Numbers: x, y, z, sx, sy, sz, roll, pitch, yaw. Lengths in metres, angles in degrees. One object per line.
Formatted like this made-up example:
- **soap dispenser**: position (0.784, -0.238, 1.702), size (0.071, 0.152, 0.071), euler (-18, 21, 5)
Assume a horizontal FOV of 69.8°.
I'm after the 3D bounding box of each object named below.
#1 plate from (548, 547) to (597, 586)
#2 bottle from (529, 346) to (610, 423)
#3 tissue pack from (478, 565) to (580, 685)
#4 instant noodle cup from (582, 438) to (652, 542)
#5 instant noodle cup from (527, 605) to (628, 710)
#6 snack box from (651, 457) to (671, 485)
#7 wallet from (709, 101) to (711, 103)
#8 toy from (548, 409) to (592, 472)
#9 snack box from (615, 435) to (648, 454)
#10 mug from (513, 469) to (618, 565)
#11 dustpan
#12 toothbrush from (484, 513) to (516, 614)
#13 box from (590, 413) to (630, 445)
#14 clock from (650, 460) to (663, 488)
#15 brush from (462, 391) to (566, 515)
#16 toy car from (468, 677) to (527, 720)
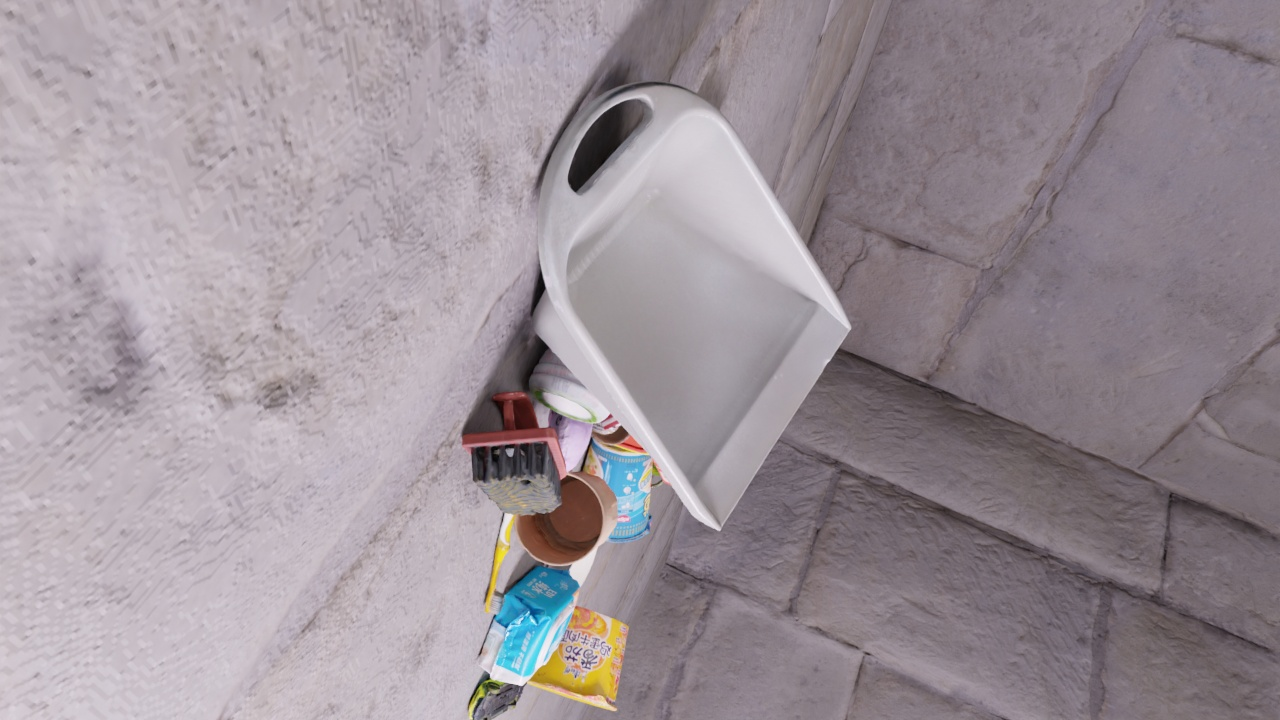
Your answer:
- **plate**: position (-0.080, 0.238, 1.132), size (0.164, 0.034, 0.163), euler (-68, 171, 23)
- **bottle**: position (-0.022, -0.050, 0.731), size (0.068, 0.068, 0.196), euler (85, 26, -69)
- **tissue pack**: position (-0.113, 0.280, 0.979), size (0.140, 0.063, 0.090), euler (-9, 122, -78)
- **instant noodle cup**: position (-0.027, 0.134, 1.048), size (0.099, 0.099, 0.110), euler (-46, 148, -63)
- **instant noodle cup**: position (-0.081, 0.389, 1.214), size (0.138, 0.138, 0.109), euler (88, 19, -67)
- **snack box**: position (0.036, 0.073, 0.964), size (0.075, 0.025, 0.153), euler (-61, 155, -20)
- **wallet**: position (0.060, -0.201, 0.907), size (0.115, 0.033, 0.090), euler (-8, 118, -77)
- **toy**: position (-0.059, 0.047, 0.783), size (0.107, 0.039, 0.084), euler (-83, -175, -52)
- **snack box**: position (-0.007, 0.042, 0.987), size (0.091, 0.082, 0.080), euler (-63, 156, -26)
- **mug**: position (-0.068, 0.126, 0.873), size (0.103, 0.084, 0.124), euler (35, 51, -81)
- **dustpan**: position (0.039, -0.054, 0.640), size (0.222, 0.258, 0.143), euler (-52, -176, -26)
- **toothbrush**: position (-0.119, 0.164, 0.821), size (0.016, 0.018, 0.192), euler (-55, 164, -56)
- **box**: position (-0.006, 0.007, 0.911), size (0.088, 0.076, 0.162), euler (46, 64, -55)
- **clock**: position (0.025, 0.096, 1.156), size (0.056, 0.116, 0.160), euler (84, 26, -47)
- **brush**: position (-0.087, 0.071, 0.682), size (0.146, 0.063, 0.069), euler (86, -1, -70)
- **toy car**: position (-0.162, 0.372, 1.028), size (0.105, 0.032, 0.048), euler (2, 112, -67)
